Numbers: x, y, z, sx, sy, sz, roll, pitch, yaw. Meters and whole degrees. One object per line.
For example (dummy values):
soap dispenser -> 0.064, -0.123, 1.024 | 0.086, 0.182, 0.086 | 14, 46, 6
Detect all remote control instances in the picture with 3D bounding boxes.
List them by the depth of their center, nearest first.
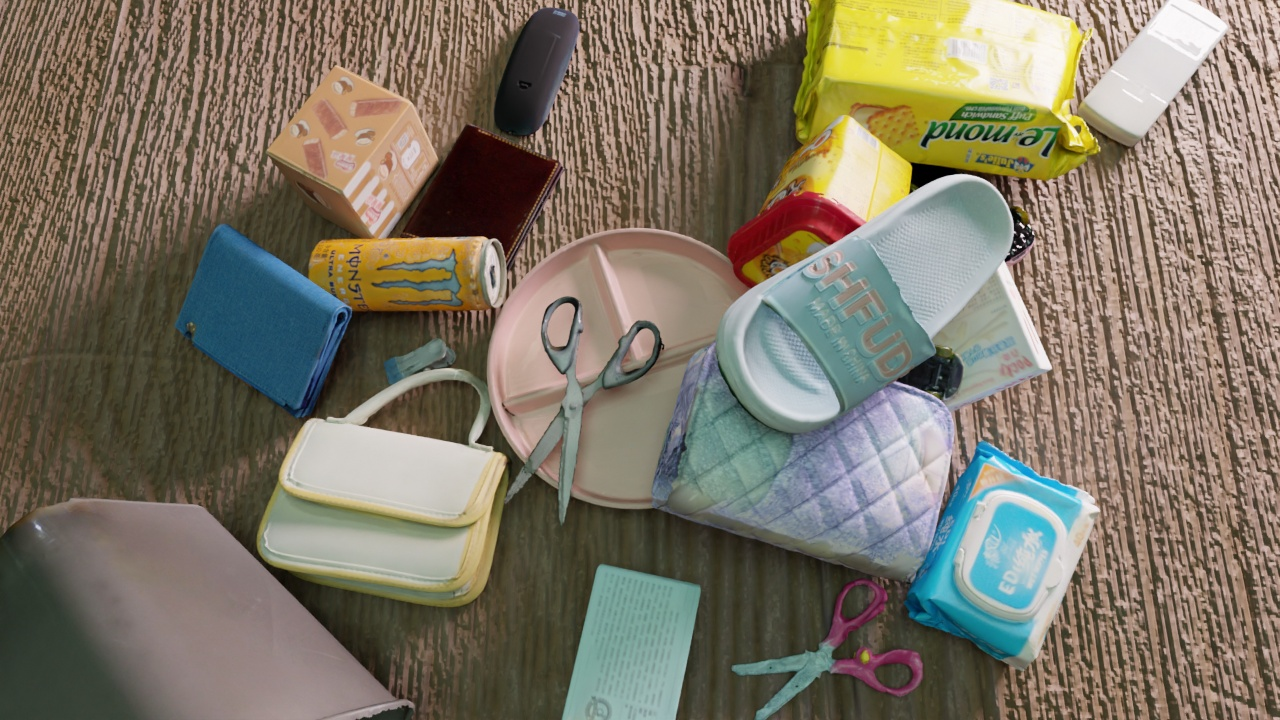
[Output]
remote control -> 0.440, -0.249, 0.789 | 0.058, 0.021, 0.150 | 40, 77, 14
remote control -> -0.092, -0.262, 0.814 | 0.053, 0.024, 0.136 | 15, 73, 6

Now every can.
can -> -0.184, -0.068, 0.727 | 0.146, 0.058, 0.058 | 0, 71, 9

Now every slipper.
slipper -> 0.159, -0.040, 0.595 | 0.245, 0.074, 0.104 | -36, 103, -16

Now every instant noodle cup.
instant noodle cup -> 0.145, -0.108, 0.702 | 0.116, 0.116, 0.123 | 32, 60, -17

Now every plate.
plate -> -0.004, 0.004, 0.719 | 0.229, 0.028, 0.229 | 0, 71, 1

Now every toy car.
toy car -> 0.198, 0.003, 0.692 | 0.090, 0.035, 0.042 | 14, 101, 29
toy car -> 0.262, -0.120, 0.746 | 0.056, 0.037, 0.122 | -32, 61, -14

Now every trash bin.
trash bin -> -0.304, 0.217, 0.570 | 0.220, 0.199, 0.199 | 41, 94, 21

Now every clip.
clip -> -0.177, 0.002, 0.732 | 0.057, 0.029, 0.024 | -20, 70, 3

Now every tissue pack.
tissue pack -> 0.253, 0.137, 0.644 | 0.090, 0.063, 0.140 | 27, 75, 11

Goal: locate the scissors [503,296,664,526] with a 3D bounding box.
scissors -> -0.048, 0.029, 0.692 | 0.159, 0.014, 0.173 | -24, 74, -4

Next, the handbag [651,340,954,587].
handbag -> 0.115, 0.068, 0.649 | 0.194, 0.076, 0.134 | 19, 76, -7

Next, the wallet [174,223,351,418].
wallet -> -0.294, -0.029, 0.716 | 0.133, 0.040, 0.106 | 32, 108, 15

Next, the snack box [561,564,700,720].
snack box -> -0.011, 0.233, 0.629 | 0.074, 0.052, 0.174 | 12, 73, 5

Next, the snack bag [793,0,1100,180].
snack bag -> 0.248, -0.238, 0.756 | 0.246, 0.068, 0.157 | 10, 61, 6

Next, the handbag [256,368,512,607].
handbag -> -0.182, 0.082, 0.686 | 0.163, 0.063, 0.178 | 9, 68, 4

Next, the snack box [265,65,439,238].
snack box -> -0.231, -0.166, 0.750 | 0.077, 0.093, 0.094 | 28, 75, 11

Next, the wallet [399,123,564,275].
wallet -> -0.133, -0.134, 0.776 | 0.096, 0.020, 0.122 | 24, 73, 5

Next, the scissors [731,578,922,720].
scissors -> 0.129, 0.204, 0.654 | 0.136, 0.017, 0.105 | -6, 72, 4

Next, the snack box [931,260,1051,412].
snack box -> 0.240, -0.047, 0.702 | 0.085, 0.026, 0.156 | -30, 68, 36
